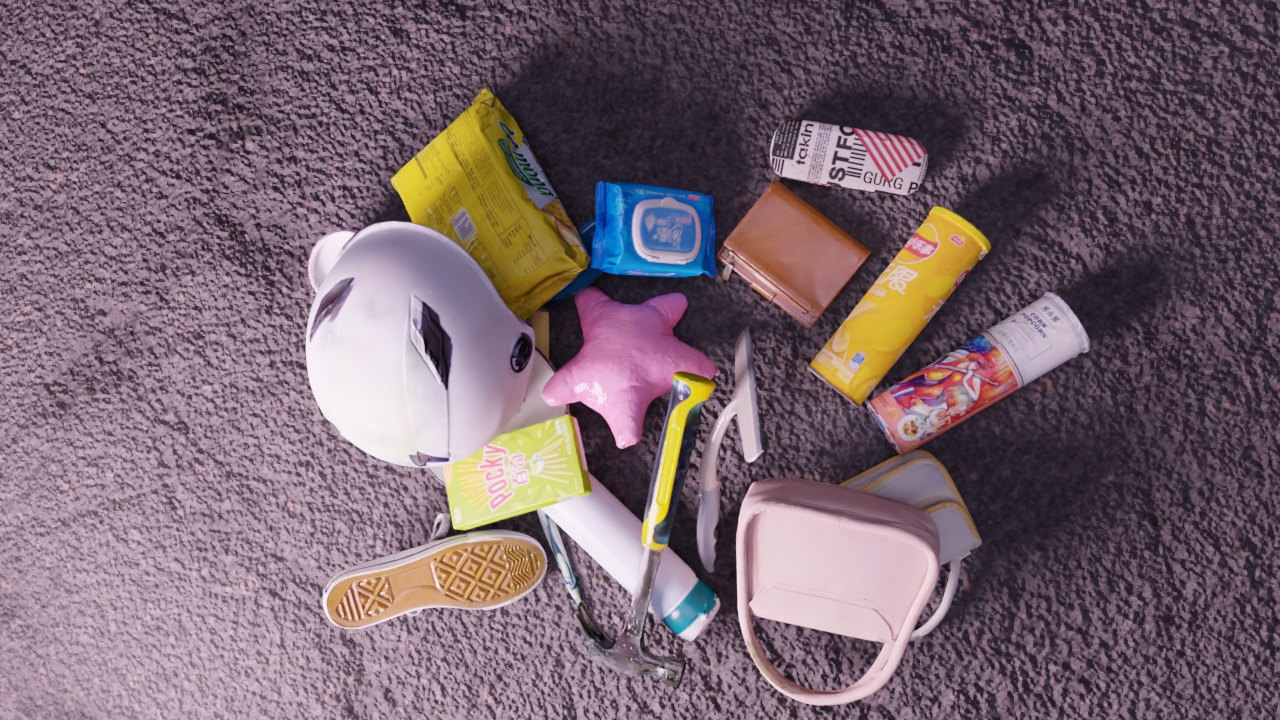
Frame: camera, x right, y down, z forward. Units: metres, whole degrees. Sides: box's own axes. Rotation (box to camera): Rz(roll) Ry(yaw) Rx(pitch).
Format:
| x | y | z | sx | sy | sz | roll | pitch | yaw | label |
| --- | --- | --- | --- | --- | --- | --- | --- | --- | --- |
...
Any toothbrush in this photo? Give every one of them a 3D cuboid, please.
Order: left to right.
| x | y | z | sx | sy | sz | roll | pitch | yaw | label |
| --- | --- | --- | --- | --- | --- | --- | --- | --- | --- |
| -0.080 | 0.246 | 1.031 | 0.016 | 0.018 | 0.191 | -22 | 87 | 8 | toothbrush |

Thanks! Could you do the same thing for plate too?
| x | y | z | sx | sy | sz | roll | pitch | yaw | label |
| --- | --- | --- | --- | --- | --- | --- | --- | --- | --- |
| -0.166 | 0.058 | 1.024 | 0.193 | 0.039 | 0.192 | 1 | 93 | 15 | plate |

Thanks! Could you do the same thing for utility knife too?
| x | y | z | sx | sy | sz | roll | pitch | yaw | label |
| --- | --- | --- | --- | --- | --- | --- | --- | --- | --- |
| -0.119 | 0.005 | 1.036 | 0.031 | 0.018 | 0.151 | 3 | 89 | 13 | utility knife |

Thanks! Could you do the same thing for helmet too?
| x | y | z | sx | sy | sz | roll | pitch | yaw | label |
| --- | --- | --- | --- | --- | --- | --- | --- | --- | --- |
| -0.232 | 0.008 | 0.896 | 0.229 | 0.259 | 0.145 | 17 | 48 | 10 | helmet |

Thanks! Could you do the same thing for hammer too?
| x | y | z | sx | sy | sz | roll | pitch | yaw | label |
| --- | --- | --- | --- | --- | --- | --- | --- | --- | --- |
| 0.014 | 0.168 | 0.930 | 0.126 | 0.031 | 0.323 | 14 | 102 | 12 | hammer |

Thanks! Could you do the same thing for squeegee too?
| x | y | z | sx | sy | sz | roll | pitch | yaw | label |
| --- | --- | --- | --- | --- | --- | --- | --- | --- | --- |
| 0.079 | 0.122 | 0.953 | 0.039 | 0.246 | 0.247 | 8 | 119 | -1 | squeegee |

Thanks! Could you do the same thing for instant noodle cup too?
| x | y | z | sx | sy | sz | roll | pitch | yaw | label |
| --- | --- | --- | --- | --- | --- | --- | --- | --- | --- |
| -0.309 | -0.098 | 1.022 | 0.112 | 0.099 | 0.111 | 0 | 92 | 9 | instant noodle cup |

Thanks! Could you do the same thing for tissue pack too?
| x | y | z | sx | sy | sz | roll | pitch | yaw | label |
| --- | --- | --- | --- | --- | --- | --- | --- | --- | --- |
| 0.020 | -0.135 | 0.963 | 0.157 | 0.052 | 0.095 | 0 | 91 | -33 | tissue pack |

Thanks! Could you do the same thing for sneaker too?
| x | y | z | sx | sy | sz | roll | pitch | yaw | label |
| --- | --- | --- | --- | --- | --- | --- | --- | --- | --- |
| -0.227 | 0.234 | 1.021 | 0.240 | 0.088 | 0.118 | -10 | 101 | -13 | sneaker |

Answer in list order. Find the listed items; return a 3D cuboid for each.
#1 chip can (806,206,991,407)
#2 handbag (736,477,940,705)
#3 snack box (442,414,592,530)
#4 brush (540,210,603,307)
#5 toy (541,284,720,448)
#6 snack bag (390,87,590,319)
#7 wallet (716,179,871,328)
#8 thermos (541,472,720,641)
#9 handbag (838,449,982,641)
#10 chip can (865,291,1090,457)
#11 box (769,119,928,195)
| x | y | z | sx | sy | sz | roll | pitch | yaw | label |
| --- | --- | --- | --- | --- | --- | --- | --- | --- | --- |
| 0.265 | -0.055 | 0.949 | 0.072 | 0.072 | 0.213 | 39 | 97 | 6 | chip can |
| 0.183 | 0.241 | 0.913 | 0.193 | 0.093 | 0.234 | 10 | 105 | 13 | handbag |
| -0.133 | 0.120 | 0.974 | 0.156 | 0.026 | 0.085 | -17 | 73 | 15 | snack box |
| -0.068 | -0.106 | 0.994 | 0.144 | 0.073 | 0.055 | -36 | 124 | 8 | brush |
| -0.006 | 0.006 | 0.972 | 0.178 | 0.075 | 0.194 | 9 | 60 | 8 | toy |
| -0.168 | -0.150 | 0.979 | 0.158 | 0.068 | 0.246 | -36 | 70 | 19 | snack bag |
| 0.159 | -0.109 | 0.982 | 0.130 | 0.035 | 0.119 | 39 | 94 | 6 | wallet |
| -0.010 | 0.210 | 0.996 | 0.224 | 0.073 | 0.073 | 43 | 96 | 6 | thermos |
| 0.273 | 0.202 | 0.959 | 0.163 | 0.063 | 0.178 | -30 | 90 | 9 | handbag |
| 0.341 | 0.016 | 0.939 | 0.215 | 0.071 | 0.071 | -32 | 86 | 8 | chip can |
| 0.217 | -0.213 | 0.960 | 0.164 | 0.064 | 0.074 | 8 | 76 | 9 | box |
